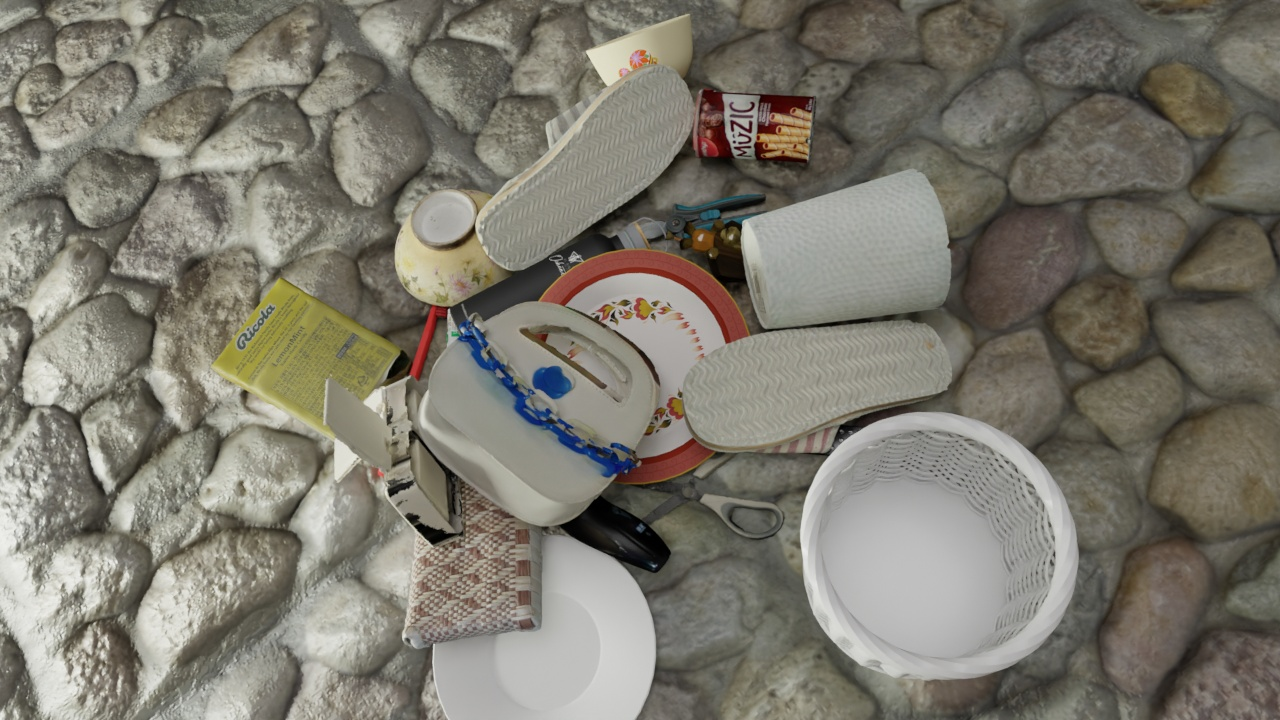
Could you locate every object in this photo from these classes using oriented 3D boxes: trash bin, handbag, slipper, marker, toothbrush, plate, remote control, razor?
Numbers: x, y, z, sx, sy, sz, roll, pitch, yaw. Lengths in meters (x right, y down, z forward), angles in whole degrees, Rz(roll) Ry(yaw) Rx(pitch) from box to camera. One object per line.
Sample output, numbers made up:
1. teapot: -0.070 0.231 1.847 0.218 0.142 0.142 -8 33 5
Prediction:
1. trash bin: 0.185 -0.096 0.855 0.161 0.133 0.133 -12 69 -1
2. handbag: -0.152 0.173 0.854 0.124 0.047 0.185 -11 49 7
3. slipper: -0.059 -0.201 0.956 0.272 0.114 0.054 -43 28 -4
4. marker: -0.192 0.014 0.950 0.017 0.017 0.145 -8 69 7
5. handbag: -0.078 0.029 0.818 0.200 0.093 0.199 36 57 2
6. toothbrush: -0.232 0.020 0.958 0.018 0.012 0.212 10 72 13
7. plate: -0.005 0.005 0.896 0.230 0.021 0.229 -1 83 6
8. remote control: 0.199 0.077 0.865 0.140 0.009 0.030 4 71 11
9. razor: -0.032 0.143 0.849 0.140 0.052 0.064 30 118 14
10. plate: -0.088 0.265 0.842 0.209 0.015 0.208 -3 70 9
11. slipper: 0.163 0.027 0.856 0.262 0.052 0.115 -12 70 -12

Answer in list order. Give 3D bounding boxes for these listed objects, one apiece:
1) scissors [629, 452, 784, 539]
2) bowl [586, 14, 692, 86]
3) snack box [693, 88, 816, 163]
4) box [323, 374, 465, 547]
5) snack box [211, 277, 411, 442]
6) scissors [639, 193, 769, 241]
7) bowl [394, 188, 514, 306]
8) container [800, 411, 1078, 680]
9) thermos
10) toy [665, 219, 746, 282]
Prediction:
1. scissors: 0.063 0.118 0.872 0.171 0.012 0.157 26 76 19
2. bowl: 0.008 -0.321 1.002 0.118 0.118 0.074 -19 110 2
3. snack box: 0.120 -0.245 0.962 0.121 0.072 0.072 6 71 11
4. box: -0.244 0.076 0.813 0.099 0.184 0.143 -23 42 4
5. snack box: -0.341 0.005 0.966 0.181 0.045 0.121 28 75 15
6. scissors: 0.064 -0.142 0.963 0.139 0.019 0.136 38 80 19
7. bowl: -0.199 -0.134 0.973 0.145 0.063 0.145 -3 64 5
8. container: 0.224 0.157 0.736 0.189 0.187 0.189 -3 70 8
9. thermos: -0.079 -0.080 0.941 0.231 0.061 0.061 -27 68 -1
10. toy: 0.075 -0.115 0.925 0.100 0.063 0.076 17 55 -3
